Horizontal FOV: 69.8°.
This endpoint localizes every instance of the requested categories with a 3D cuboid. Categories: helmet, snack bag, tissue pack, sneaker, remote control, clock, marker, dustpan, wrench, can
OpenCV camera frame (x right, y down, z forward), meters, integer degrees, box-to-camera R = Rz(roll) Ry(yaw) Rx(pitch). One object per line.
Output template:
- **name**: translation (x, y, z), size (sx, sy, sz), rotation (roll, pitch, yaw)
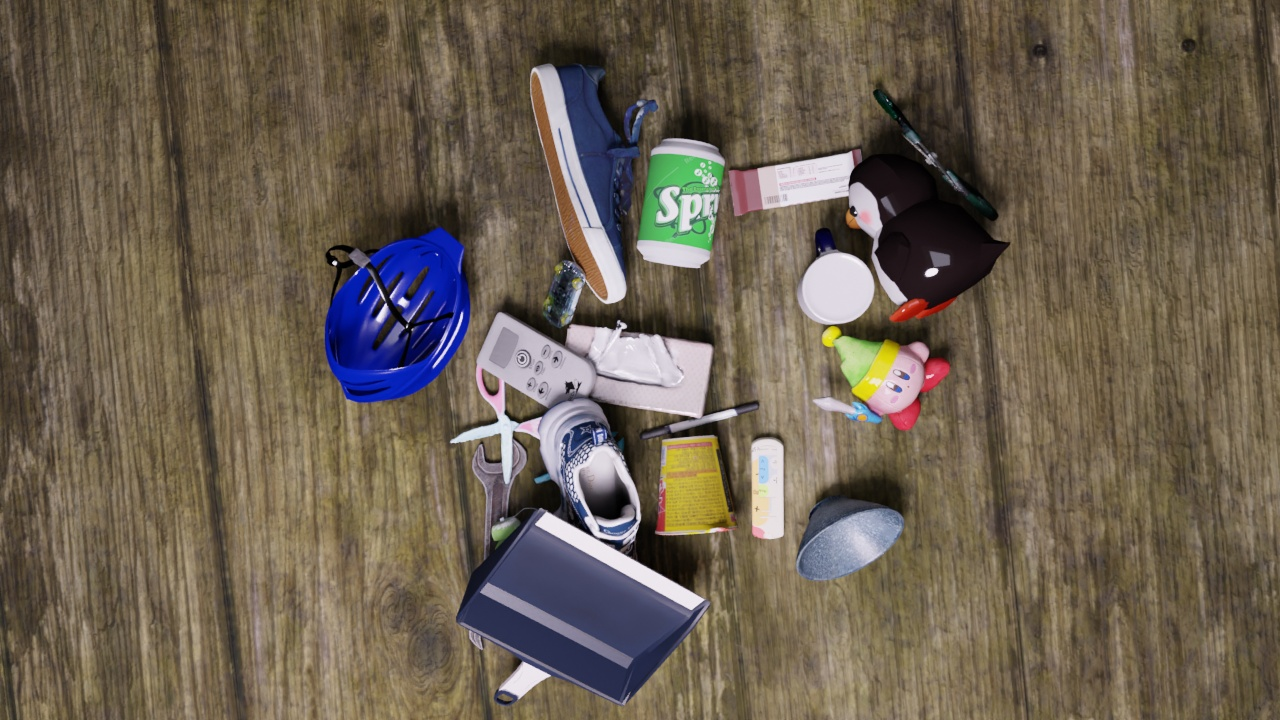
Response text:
- **helmet**: translation (-0.300, -0.053, 1.060), size (0.148, 0.227, 0.241), rotation (39, 94, 14)
- **snack bag**: translation (0.188, -0.214, 1.104), size (0.158, 0.013, 0.057), rotation (-9, 93, 7)
- **tissue pack**: translation (-0.006, 0.007, 1.111), size (0.181, 0.071, 0.104), rotation (10, 94, 10)
- **sneaker**: translation (-0.043, 0.183, 1.059), size (0.103, 0.132, 0.269), rotation (-16, 107, -19)
- **remote control**: translation (0.155, 0.156, 1.119), size (0.038, 0.018, 0.125), rotation (0, 94, 7)
- **remote control**: translation (-0.126, 0.006, 1.111), size (0.151, 0.019, 0.074), rotation (30, 102, 18)
- **sneaker**: translation (-0.038, -0.218, 1.098), size (0.127, 0.121, 0.294), rotation (-13, 88, -16)
- **clock**: translation (-0.142, 0.242, 1.136), size (0.094, 0.042, 0.119), rotation (11, 93, -7)
- **marker**: translation (0.072, 0.075, 1.129), size (0.152, 0.011, 0.011), rotation (-15, 90, 7)
- **dustpan**: translation (-0.094, 0.321, 1.075), size (0.236, 0.080, 0.274), rotation (32, 130, -14)
- **wrench**: translation (-0.184, 0.232, 1.164), size (0.070, 0.010, 0.273), rotation (4, 92, 7)
- **can**: translation (0.048, -0.184, 1.085), size (0.088, 0.087, 0.140), rotation (9, 93, 6)

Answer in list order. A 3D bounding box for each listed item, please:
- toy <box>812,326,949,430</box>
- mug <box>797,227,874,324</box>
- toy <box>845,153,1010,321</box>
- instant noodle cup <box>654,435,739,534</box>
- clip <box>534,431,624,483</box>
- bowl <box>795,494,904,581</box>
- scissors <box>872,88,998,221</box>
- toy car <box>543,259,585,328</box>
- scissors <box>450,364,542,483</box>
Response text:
- **toy**: translation (0.274, 0.017, 1.080), size (0.131, 0.096, 0.124), rotation (29, 101, -13)
- **mug**: translation (0.221, -0.098, 1.062), size (0.079, 0.097, 0.112), rotation (-12, 90, 7)
- **toy**: translation (0.310, -0.157, 1.030), size (0.140, 0.158, 0.184), rotation (-40, 70, 38)
- **instant noodle cup**: translation (0.062, 0.149, 1.097), size (0.100, 0.100, 0.112), rotation (-7, 82, 7)
- **clip**: translation (-0.070, 0.130, 1.141), size (0.097, 0.026, 0.116), rotation (42, 96, 1)
- **bowl**: translation (0.235, 0.196, 1.080), size (0.137, 0.137, 0.057), rotation (-31, 48, 7)
- **scissors**: translation (0.340, -0.228, 1.046), size (0.205, 0.201, 0.015), rotation (30, 121, -32)
- **toy car**: translation (-0.092, -0.081, 1.124), size (0.039, 0.027, 0.090), rotation (38, 126, 23)
- **scissors**: translation (-0.153, 0.068, 1.147), size (0.177, 0.013, 0.170), rotation (-2, 84, 1)
